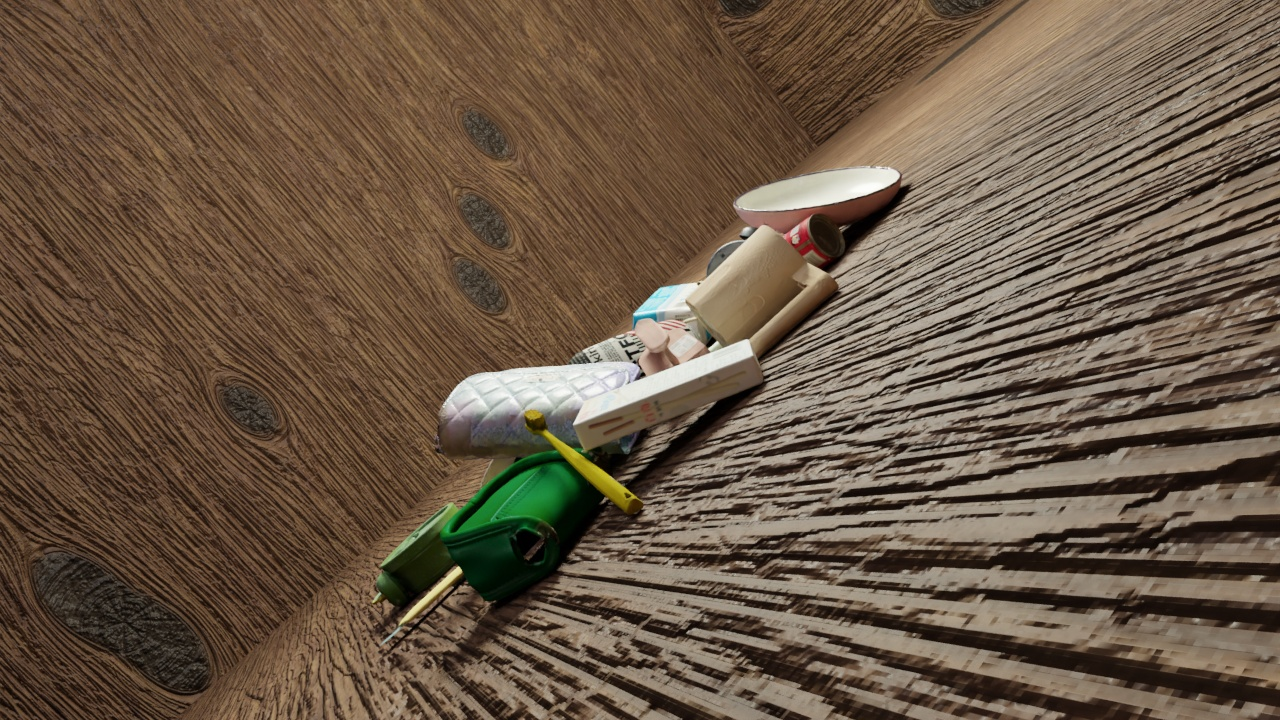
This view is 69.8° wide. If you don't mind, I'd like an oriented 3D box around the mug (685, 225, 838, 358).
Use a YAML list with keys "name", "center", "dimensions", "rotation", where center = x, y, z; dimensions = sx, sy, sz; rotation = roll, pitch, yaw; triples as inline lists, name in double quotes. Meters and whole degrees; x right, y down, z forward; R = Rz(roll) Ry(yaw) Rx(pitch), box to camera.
- name: "mug"
  center: [0.113, -0.056, 0.858]
  dimensions: [0.103, 0.084, 0.124]
  rotation: [-42, 32, 0]

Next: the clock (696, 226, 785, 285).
- name: "clock"
  center: [0.131, -0.111, 1.104]
  dimensions: [0.122, 0.082, 0.055]
  rotation: [-42, -1, 10]

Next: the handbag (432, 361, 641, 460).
- name: "handbag"
  center: [-0.097, 0.050, 0.929]
  dimensions: [0.194, 0.076, 0.134]
  rotation: [-5, 22, 13]

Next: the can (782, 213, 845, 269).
- name: "can"
  center: [0.158, -0.105, 1.004]
  dimensions: [0.133, 0.053, 0.053]
  rotation: [-35, 7, 47]

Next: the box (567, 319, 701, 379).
- name: "box"
  center: [-0.005, 0.014, 1.044]
  dimensions: [0.163, 0.075, 0.077]
  rotation: [-21, -35, -26]

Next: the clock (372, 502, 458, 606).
- name: "clock"
  center: [-0.276, 0.248, 1.152]
  dimensions: [0.161, 0.056, 0.116]
  rotation: [-40, 5, 6]

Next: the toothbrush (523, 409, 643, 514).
- name: "toothbrush"
  center: [-0.051, 0.076, 0.729]
  dimensions: [0.015, 0.017, 0.190]
  rotation: [-23, 27, -23]

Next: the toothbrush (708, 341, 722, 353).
- name: "toothbrush"
  center: [0.070, -0.005, 0.992]
  dimensions: [0.189, 0.029, 0.020]
  rotation: [-39, 47, 5]

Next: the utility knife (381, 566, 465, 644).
- name: "utility knife"
  center: [-0.204, 0.233, 0.962]
  dimensions: [0.177, 0.019, 0.031]
  rotation: [-36, -1, -24]

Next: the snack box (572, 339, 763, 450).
- name: "snack box"
  center: [0.024, 0.027, 0.767]
  dimensions: [0.157, 0.027, 0.084]
  rotation: [-22, 8, 8]

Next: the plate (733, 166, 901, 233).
- name: "plate"
  center: [0.206, -0.183, 1.063]
  dimensions: [0.192, 0.039, 0.192]
  rotation: [-11, 20, 4]

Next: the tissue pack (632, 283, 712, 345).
- name: "tissue pack"
  center: [0.050, -0.051, 1.158]
  dimensions: [0.090, 0.063, 0.139]
  rotation: [-4, 21, 21]

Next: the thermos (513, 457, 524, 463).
- name: "thermos"
  center: [-0.067, 0.089, 1.011]
  dimensions: [0.090, 0.068, 0.241]
  rotation: [-3, 25, 23]

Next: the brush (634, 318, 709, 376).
- name: "brush"
  center: [0.027, -0.007, 0.925]
  dimensions: [0.063, 0.073, 0.145]
  rotation: [-41, 15, 2]

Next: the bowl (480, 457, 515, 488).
- name: "bowl"
  center: [-0.127, 0.117, 1.068]
  dimensions: [0.118, 0.065, 0.118]
  rotation: [-57, -4, -7]

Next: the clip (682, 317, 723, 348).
- name: "clip"
  center: [0.101, -0.038, 0.958]
  dimensions: [0.097, 0.060, 0.034]
  rotation: [-29, 7, 3]

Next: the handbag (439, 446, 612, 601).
- name: "handbag"
  center: [-0.089, 0.127, 0.753]
  dimensions: [0.120, 0.068, 0.131]
  rotation: [-29, 10, 34]
